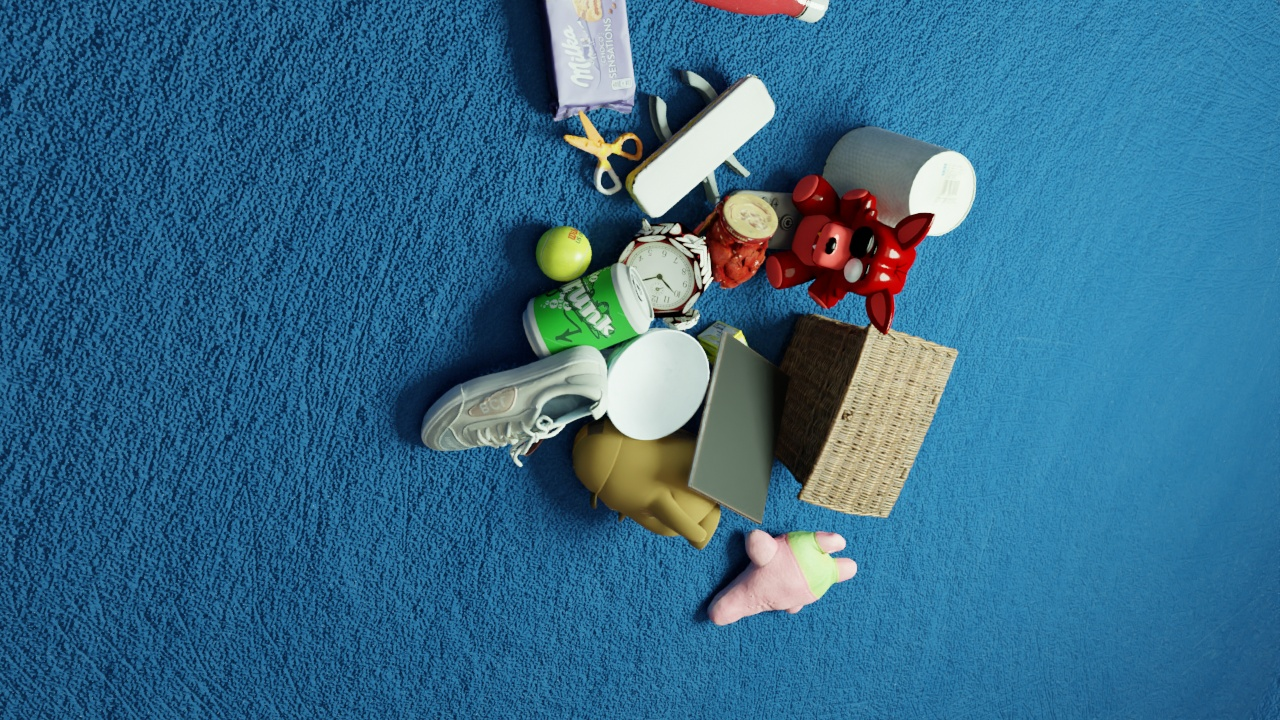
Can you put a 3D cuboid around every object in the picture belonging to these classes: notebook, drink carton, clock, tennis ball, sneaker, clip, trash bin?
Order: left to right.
[{"bbox_3d":[-0.148,0.067,1.068,0.242,0.090,0.089,-22,142,11],"label":"sneaker"},{"bbox_3d":[-0.091,-0.126,1.084,0.065,0.065,0.065,-9,112,-23],"label":"tennis ball"},{"bbox_3d":[0.029,-0.097,1.138,0.115,0.064,0.155,19,122,11],"label":"clock"},{"bbox_3d":[0.056,-0.259,1.128,0.127,0.028,0.167,-37,120,-7],"label":"clip"},{"bbox_3d":[0.132,0.014,1.249,0.043,0.058,0.135,-37,121,-14],"label":"drink carton"},{"bbox_3d":[0.130,0.087,1.176,0.141,0.008,0.208,32,63,-37],"label":"notebook"},{"bbox_3d":[0.339,-0.230,1.196,0.133,0.161,0.133,-9,112,-23],"label":"trash bin"}]

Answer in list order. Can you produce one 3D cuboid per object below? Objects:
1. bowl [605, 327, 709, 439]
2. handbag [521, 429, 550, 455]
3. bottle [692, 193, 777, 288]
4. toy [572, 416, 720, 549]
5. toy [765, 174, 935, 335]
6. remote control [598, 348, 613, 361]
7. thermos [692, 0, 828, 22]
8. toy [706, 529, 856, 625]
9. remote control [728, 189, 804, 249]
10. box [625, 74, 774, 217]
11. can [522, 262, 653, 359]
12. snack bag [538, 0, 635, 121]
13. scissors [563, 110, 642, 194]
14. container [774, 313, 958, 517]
[{"bbox_3d":[0.005,0.018,1.146,0.143,0.074,0.144,-12,116,-25],"label":"bowl"},{"bbox_3d":[-0.123,0.069,1.168,0.055,0.029,0.120,19,105,-32],"label":"handbag"},{"bbox_3d":[0.113,-0.151,1.144,0.098,0.099,0.111,-11,153,-22],"label":"bottle"},{"bbox_3d":[0.004,0.151,1.195,0.203,0.198,0.163,25,112,-11],"label":"toy"},{"bbox_3d":[0.260,-0.137,1.152,0.120,0.197,0.158,12,105,-37],"label":"toy"},{"bbox_3d":[-0.007,0.007,1.199,0.143,0.024,0.050,-5,111,-22],"label":"remote control"},{"bbox_3d":[0.116,-0.440,1.061,0.239,0.073,0.073,5,107,-28],"label":"thermos"},{"bbox_3d":[0.206,0.333,1.392,0.237,0.096,0.192,-28,122,2],"label":"toy"},{"bbox_3d":[0.177,-0.186,1.218,0.150,0.019,0.074,-1,109,-26],"label":"remote control"},{"bbox_3d":[0.072,-0.259,1.104,0.209,0.033,0.064,-42,121,-5],"label":"box"},{"bbox_3d":[-0.062,-0.054,1.087,0.140,0.087,0.088,-21,120,13],"label":"can"},{"bbox_3d":[-0.064,-0.372,1.010,0.096,0.058,0.206,-14,118,-16],"label":"snack bag"},{"bbox_3d":[-0.051,-0.238,1.072,0.133,0.012,0.097,6,113,-48],"label":"scissors"},{"bbox_3d":[0.277,0.060,1.262,0.162,0.183,0.250,15,101,-29],"label":"container"}]
